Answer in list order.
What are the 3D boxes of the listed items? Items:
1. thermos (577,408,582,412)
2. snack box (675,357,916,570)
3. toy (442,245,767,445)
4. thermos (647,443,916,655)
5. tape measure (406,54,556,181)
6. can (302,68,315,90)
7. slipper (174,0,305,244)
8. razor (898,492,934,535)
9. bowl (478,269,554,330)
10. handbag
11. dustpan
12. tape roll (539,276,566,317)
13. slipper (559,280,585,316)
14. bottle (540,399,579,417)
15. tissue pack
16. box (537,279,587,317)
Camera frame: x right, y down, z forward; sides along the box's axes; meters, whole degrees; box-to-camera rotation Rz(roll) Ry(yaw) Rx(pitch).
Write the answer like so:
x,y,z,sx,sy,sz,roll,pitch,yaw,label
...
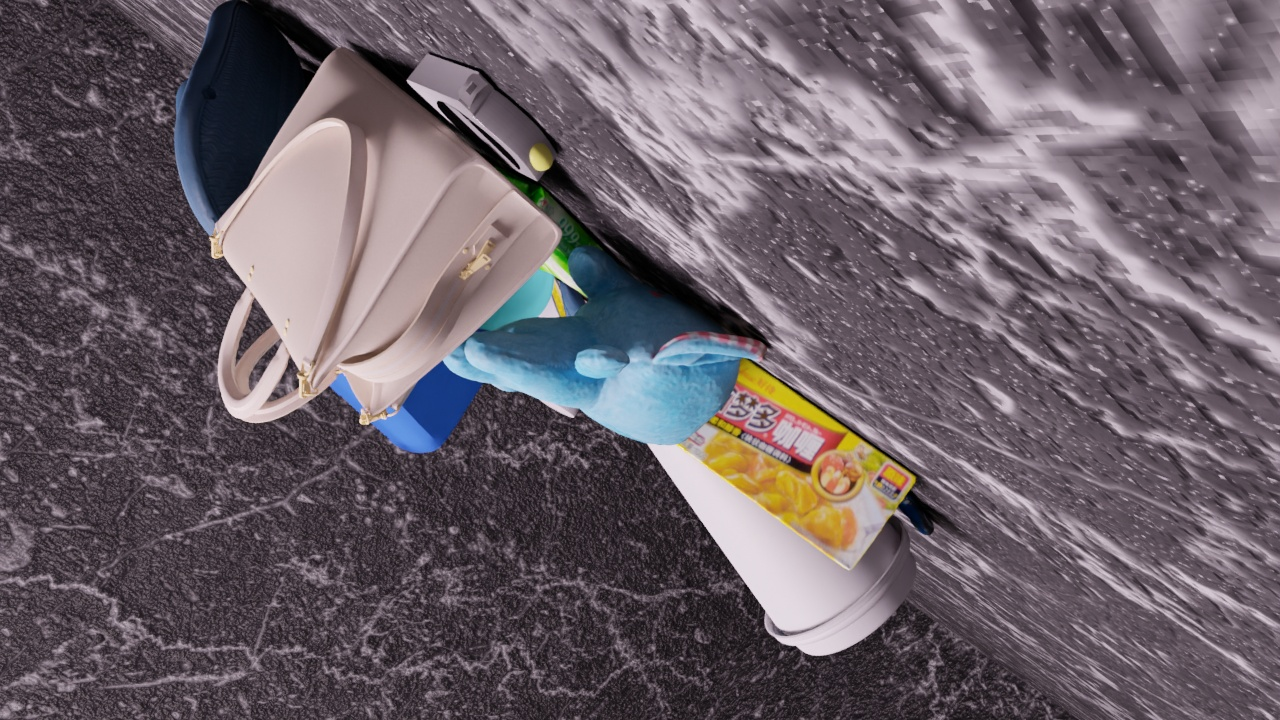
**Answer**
x,y,z,sx,sy,sz,roll,pitch,yaw,label
0.019,0.061,1.130,0.218,0.106,0.106,31,176,-2,thermos
0.096,0.063,0.609,0.152,0.075,0.025,36,178,11,snack box
-0.028,-0.010,0.556,0.180,0.114,0.184,10,170,-32,toy
0.094,0.102,0.695,0.222,0.131,0.131,49,175,-5,thermos
-0.072,-0.112,0.425,0.064,0.016,0.065,33,175,44,tape measure
-0.249,-0.177,0.726,0.146,0.080,0.080,33,175,39,can
-0.271,-0.157,0.615,0.104,0.059,0.213,45,-151,-55,slipper
0.195,0.106,0.685,0.044,0.018,0.141,46,-174,38,razor
-0.118,-0.087,0.727,0.121,0.121,0.046,37,-144,-7,bowl
-0.169,-0.052,0.512,0.194,0.198,0.101,42,-177,39,handbag
-0.225,-0.079,0.758,0.257,0.244,0.060,40,134,-14,dustpan
-0.085,-0.050,0.896,0.094,0.019,0.094,-18,-92,-86,tape roll
-0.005,0.005,0.870,0.213,0.059,0.104,52,172,11,slipper
-0.062,0.002,0.955,0.060,0.108,0.060,27,168,6,bottle
-0.071,-0.086,0.604,0.099,0.034,0.114,29,172,42,tissue pack
-0.140,-0.093,1.025,0.232,0.050,0.180,38,174,-26,box
